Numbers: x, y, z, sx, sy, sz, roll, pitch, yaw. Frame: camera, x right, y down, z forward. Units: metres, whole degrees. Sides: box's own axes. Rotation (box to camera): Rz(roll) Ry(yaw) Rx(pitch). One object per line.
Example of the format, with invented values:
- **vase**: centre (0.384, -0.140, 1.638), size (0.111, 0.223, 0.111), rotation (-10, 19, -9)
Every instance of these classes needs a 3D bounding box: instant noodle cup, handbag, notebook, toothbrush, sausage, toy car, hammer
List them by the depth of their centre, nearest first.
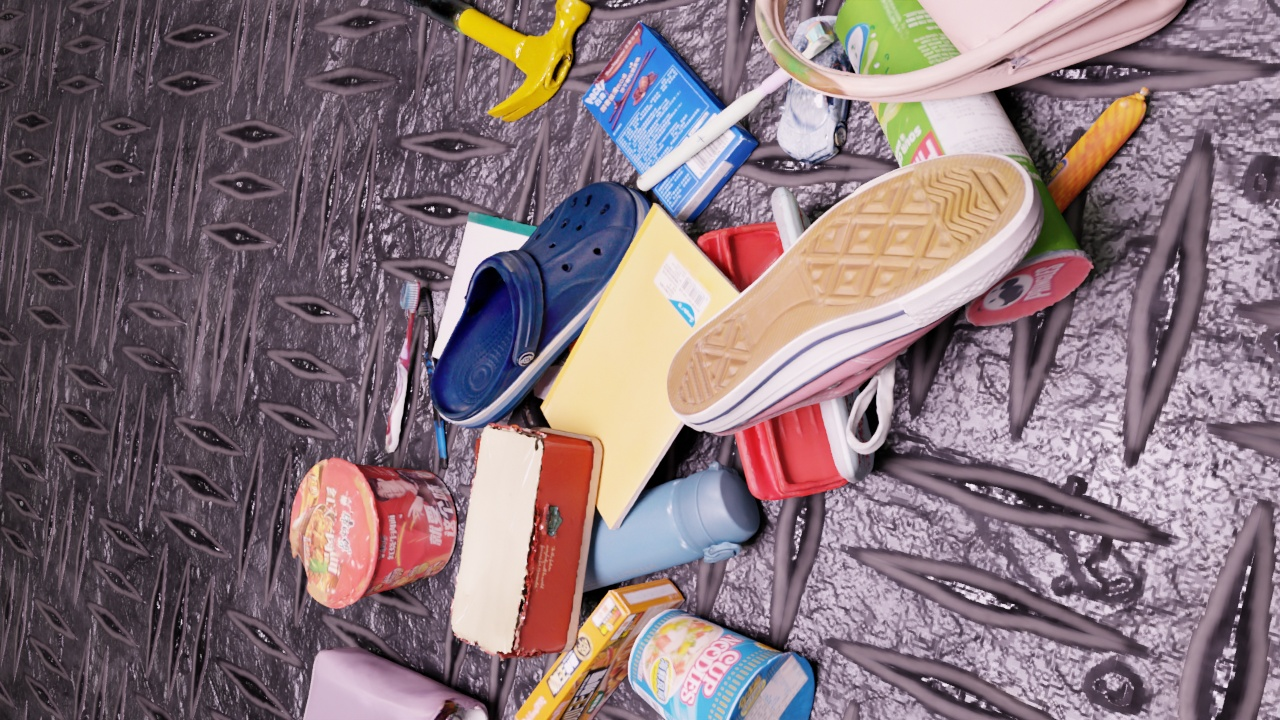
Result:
- **handbag**: centre (0.180, -0.237, 0.536), size (0.234, 0.093, 0.193), rotation (-30, 65, 7)
- **sausage**: centre (0.249, -0.096, 0.565), size (0.021, 0.021, 0.165), rotation (50, 116, 29)
- **instant noodle cup**: centre (0.051, 0.233, 0.658), size (0.110, 0.099, 0.099), rotation (17, 98, 45)
- **toy car**: centre (0.126, -0.196, 0.663), size (0.049, 0.031, 0.105), rotation (11, 95, 40)
- **toothbrush**: centre (0.064, -0.183, 0.682), size (0.190, 0.020, 0.029), rotation (-34, 31, 35)
- **notebook**: centre (-0.004, 0.004, 0.692), size (0.207, 0.010, 0.146), rotation (-60, 44, 24)
- **notebook**: centre (-0.106, -0.049, 0.848), size (0.209, 0.012, 0.150), rotation (19, 97, 37)
- **handbag**: centre (-0.231, 0.364, 0.864), size (0.197, 0.098, 0.145), rotation (5, 92, 39)
- **instant noodle cup**: centre (-0.252, 0.161, 0.887), size (0.138, 0.108, 0.138), rotation (-3, 85, 38)
- **hammer**: centre (-0.171, -0.335, 0.907), size (0.301, 0.032, 0.129), rotation (38, 109, 33)
- **toothbrush**: centre (-0.211, 0.016, 0.925), size (0.014, 0.016, 0.189), rotation (-17, 77, 41)
- **toothbrush**: centre (-0.247, 0.008, 0.940), size (0.016, 0.017, 0.188), rotation (25, 109, 41)

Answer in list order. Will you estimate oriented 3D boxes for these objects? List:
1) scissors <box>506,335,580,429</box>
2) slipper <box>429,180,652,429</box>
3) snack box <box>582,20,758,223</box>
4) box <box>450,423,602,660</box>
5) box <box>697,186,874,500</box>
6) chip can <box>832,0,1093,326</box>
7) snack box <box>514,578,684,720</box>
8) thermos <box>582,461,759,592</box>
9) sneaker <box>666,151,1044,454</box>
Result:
- **scissors**: centre (-0.091, 0.018, 0.812), size (0.234, 0.021, 0.220), rotation (-2, 79, 37)
- **slipper**: centre (-0.098, -0.055, 0.761), size (0.253, 0.095, 0.105), rotation (-50, 54, 10)
- **snack box**: centre (0.020, -0.196, 0.749), size (0.085, 0.026, 0.157), rotation (-48, 60, 26)
- **box**: centre (-0.095, 0.134, 0.700), size (0.091, 0.077, 0.168), rotation (5, 86, 45)
- **box**: centre (0.103, -0.012, 0.623), size (0.095, 0.100, 0.201), rotation (-10, 76, -6)
- **chip can**: centre (0.190, -0.139, 0.565), size (0.072, 0.072, 0.235), rotation (-33, 59, 32)
- **snack box**: centre (-0.033, 0.237, 0.729), size (0.026, 0.075, 0.154), rotation (47, 115, 31)
- **thermos**: centre (-0.008, 0.141, 0.724), size (0.221, 0.070, 0.070), rotation (-24, 72, 35)
- **sneaker**: centre (0.124, -0.023, 0.527), size (0.242, 0.087, 0.118), rotation (-37, 45, 32)
